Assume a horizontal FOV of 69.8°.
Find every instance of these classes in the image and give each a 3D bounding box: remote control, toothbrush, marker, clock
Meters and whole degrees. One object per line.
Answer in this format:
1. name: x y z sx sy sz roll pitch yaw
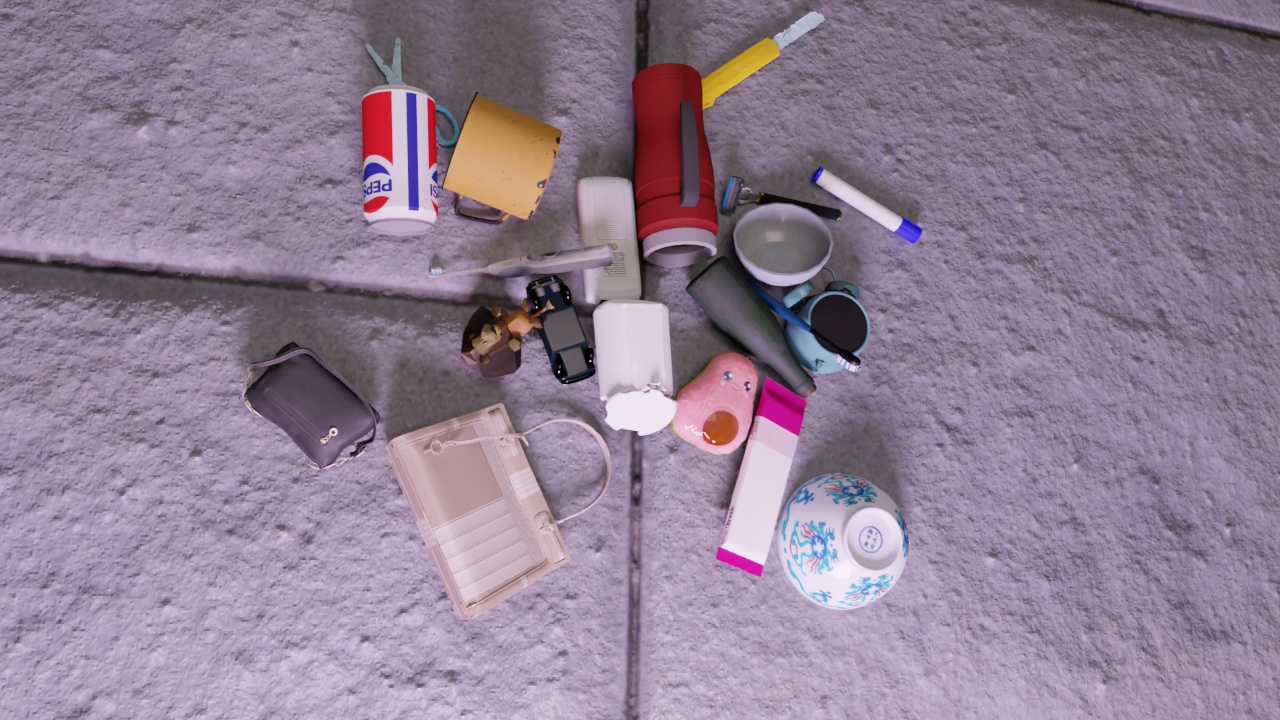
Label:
1. remote control: -0.033 -0.127 0.964 0.060 0.025 0.138 -2 82 -16
2. toothbrush: 0.165 -0.040 0.960 0.014 0.014 0.168 -11 40 -42
3. marker: 0.262 -0.180 1.060 0.141 0.020 0.020 30 73 -8
4. clock: 0.203 -0.047 0.999 0.090 0.053 0.124 -4 77 -17
5. toothbrush: -0.120 -0.096 0.926 0.185 0.022 0.024 -7 122 -4

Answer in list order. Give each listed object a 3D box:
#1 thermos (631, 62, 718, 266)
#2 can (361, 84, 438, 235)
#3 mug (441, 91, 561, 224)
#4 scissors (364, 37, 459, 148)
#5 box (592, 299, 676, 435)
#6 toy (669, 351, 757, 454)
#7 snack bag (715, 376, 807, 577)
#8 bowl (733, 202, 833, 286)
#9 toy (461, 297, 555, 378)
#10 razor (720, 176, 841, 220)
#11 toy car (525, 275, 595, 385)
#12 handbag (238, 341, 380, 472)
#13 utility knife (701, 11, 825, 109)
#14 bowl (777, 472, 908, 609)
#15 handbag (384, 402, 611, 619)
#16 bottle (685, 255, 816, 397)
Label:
1. thermos: 0.037 -0.207 0.957 0.084 0.108 0.198 0 77 -15
2. can: -0.234 -0.193 0.893 0.070 0.070 0.132 -1 86 -16
3. mug: -0.140 -0.190 0.917 0.094 0.100 0.124 20 115 -13
4. scissors: -0.256 -0.263 0.940 0.111 0.015 0.140 -38 87 -16
5. box: -0.005 0.008 0.913 0.080 0.089 0.143 0 81 -28
6. toy: 0.080 0.040 0.947 0.090 0.051 0.109 29 71 -14
7. snack bag: 0.127 0.121 0.954 0.070 0.016 0.196 28 72 -33
8. bowl: 0.152 -0.120 0.995 0.106 0.039 0.106 0 55 0
9. toy: -0.128 -0.028 0.892 0.100 0.062 0.076 -35 71 10
10. razor: 0.160 -0.177 1.032 0.144 0.022 0.043 7 119 -18
11. toy car: -0.081 -0.031 0.927 0.046 0.034 0.112 -19 84 -19
12. handbag: -0.304 0.042 0.842 0.128 0.054 0.079 42 75 -6
13. utility knife: 0.132 -0.347 1.059 0.223 0.019 0.030 -37 96 -14
14. bowl: 0.222 0.185 0.945 0.144 0.074 0.144 3 78 -15
15. handbag: -0.117 0.123 0.885 0.197 0.062 0.175 -23 86 -27
16. bottle: 0.124 -0.030 0.973 0.055 0.055 0.174 -43 93 -19
